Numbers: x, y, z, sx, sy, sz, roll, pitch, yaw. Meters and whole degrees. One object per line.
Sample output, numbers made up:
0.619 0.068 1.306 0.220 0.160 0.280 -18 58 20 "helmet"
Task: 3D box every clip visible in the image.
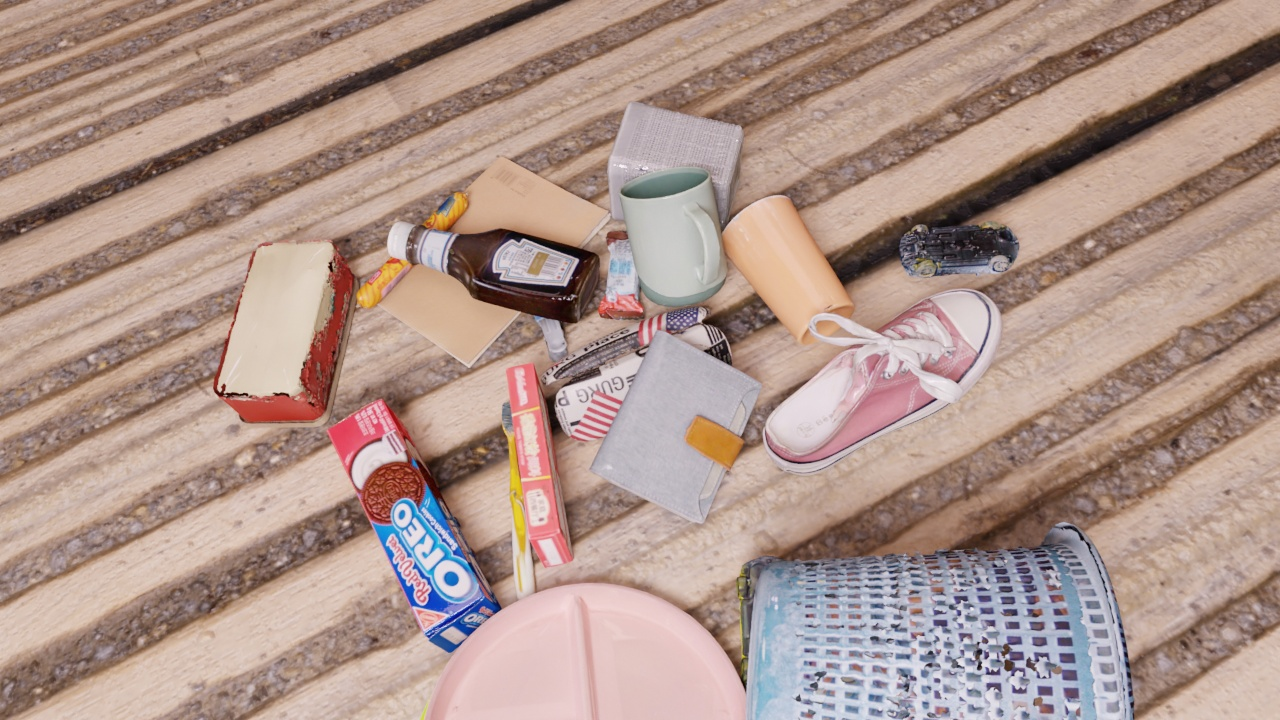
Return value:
-0.081 -0.025 0.848 0.025 0.036 0.057 -17 56 -6 "clip"

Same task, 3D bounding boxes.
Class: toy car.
0.292 -0.100 0.843 0.105 0.031 0.048 -3 60 6 "toy car"
0.097 0.200 0.685 0.048 0.032 0.105 0 70 -2 "toy car"

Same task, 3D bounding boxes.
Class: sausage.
-0.221 -0.109 0.897 0.021 0.021 0.164 29 67 20 "sausage"

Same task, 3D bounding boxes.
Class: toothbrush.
-0.103 0.118 0.765 0.016 0.018 0.191 -11 60 1 "toothbrush"

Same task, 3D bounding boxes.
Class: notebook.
-0.152 -0.106 0.905 0.149 0.012 0.211 31 68 23 "notebook"

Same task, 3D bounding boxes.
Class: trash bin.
0.167 0.207 0.571 0.195 0.227 0.226 3 60 11 "trash bin"

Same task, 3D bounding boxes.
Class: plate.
-0.036 0.262 0.641 0.229 0.028 0.229 0 45 0 "plate"

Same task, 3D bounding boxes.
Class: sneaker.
0.205 0.006 0.758 0.240 0.088 0.118 -31 61 -11 "sneaker"

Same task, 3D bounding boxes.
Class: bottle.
-0.139 -0.090 0.852 0.195 0.044 0.079 15 50 8 "bottle"

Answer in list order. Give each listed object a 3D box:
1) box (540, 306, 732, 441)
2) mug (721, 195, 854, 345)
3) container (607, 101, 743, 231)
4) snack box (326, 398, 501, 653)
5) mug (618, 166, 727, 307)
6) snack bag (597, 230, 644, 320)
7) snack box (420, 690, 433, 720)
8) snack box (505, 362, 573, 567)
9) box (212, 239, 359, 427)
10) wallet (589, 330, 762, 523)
-0.006 0.003 0.811 0.162 0.076 0.087 -24 30 -5 "box"
0.135 -0.078 0.826 0.078 0.078 0.122 -27 67 -10 "mug"
0.036 -0.183 0.887 0.114 0.090 0.090 12 62 9 "container"
-0.184 0.130 0.745 0.057 0.058 0.207 -31 62 -9 "snack box"
0.038 -0.104 0.806 0.082 0.106 0.112 -22 28 -19 "mug"
-0.015 -0.083 0.868 0.045 0.026 0.105 -2 59 11 "snack bag"
-0.093 0.302 0.654 0.156 0.026 0.085 15 63 14 "snack box"
-0.083 0.085 0.750 0.025 0.075 0.152 -12 60 -2 "snack box"
-0.322 -0.030 0.839 0.091 0.078 0.168 -1 60 6 "box"
0.033 0.055 0.750 0.106 0.037 0.129 27 79 -5 "wallet"
